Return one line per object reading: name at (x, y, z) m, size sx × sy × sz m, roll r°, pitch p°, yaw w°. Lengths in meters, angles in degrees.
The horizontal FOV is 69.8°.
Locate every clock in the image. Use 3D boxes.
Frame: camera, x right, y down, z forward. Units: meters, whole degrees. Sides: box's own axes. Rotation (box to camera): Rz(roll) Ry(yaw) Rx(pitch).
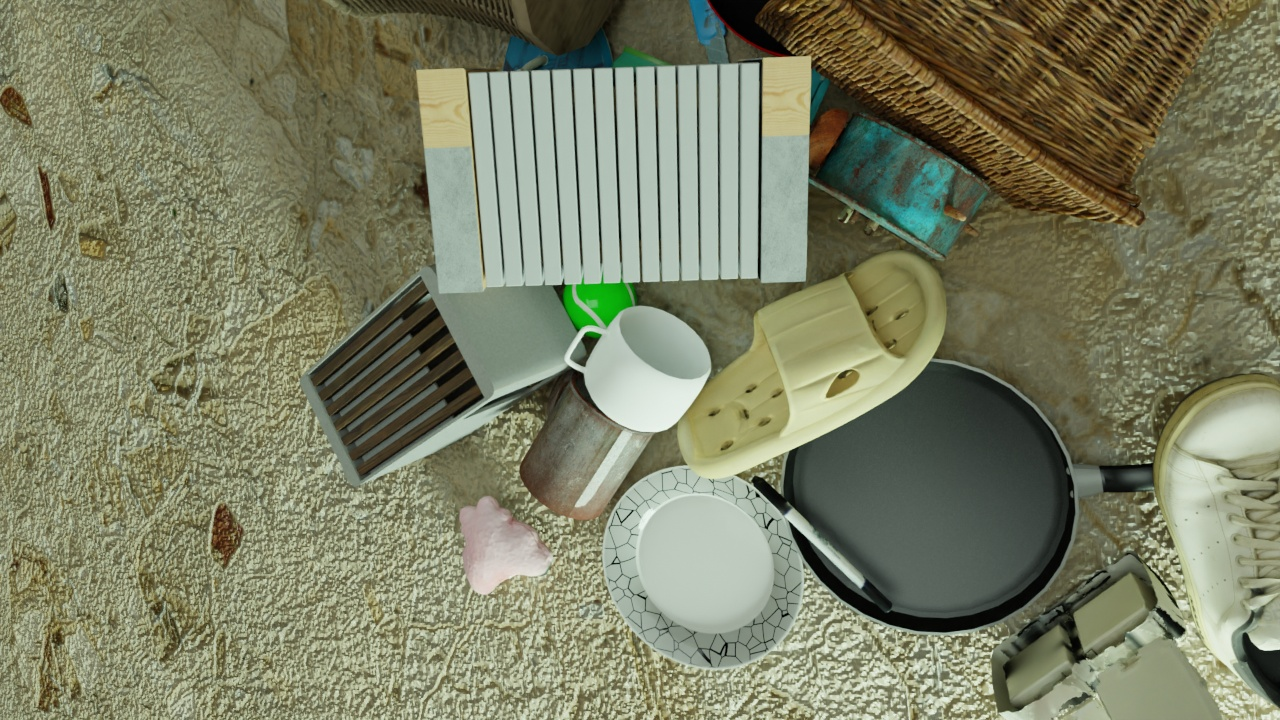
clock at (0.172, -0.133, 0.682) m, size 0.157 × 0.121 × 0.073 m, roll 37°, pitch 105°, yaw 20°

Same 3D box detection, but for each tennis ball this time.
tennis ball at (-0.036, -0.052, 0.806) m, size 0.065 × 0.065 × 0.065 m, roll 3°, pitch 99°, yaw 22°

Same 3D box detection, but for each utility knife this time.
utility knife at (0.131, -0.206, 0.709) m, size 0.022 × 0.015 × 0.118 m, roll 3°, pitch 145°, yaw -12°
utility knife at (0.052, -0.315, 0.760) m, size 0.031 × 0.015 × 0.196 m, roll -11°, pitch 95°, yaw 28°

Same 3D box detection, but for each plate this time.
plate at (0.056, 0.185, 0.830) m, size 0.189 × 0.016 × 0.188 m, roll 3°, pitch 99°, yaw 22°

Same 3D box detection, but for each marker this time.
marker at (0.148, 0.150, 0.756) m, size 0.152 × 0.011 × 0.011 m, roll 44°, pitch 111°, yaw 11°

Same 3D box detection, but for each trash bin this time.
trash bin at (-0.180, 0.007, 0.816) m, size 0.230 × 0.114 × 0.114 m, roll -31°, pitch 85°, yaw 38°
trash bin at (-0.014, -0.138, 0.658) m, size 0.247 × 0.142 × 0.142 m, roll -2°, pitch 108°, yaw 0°

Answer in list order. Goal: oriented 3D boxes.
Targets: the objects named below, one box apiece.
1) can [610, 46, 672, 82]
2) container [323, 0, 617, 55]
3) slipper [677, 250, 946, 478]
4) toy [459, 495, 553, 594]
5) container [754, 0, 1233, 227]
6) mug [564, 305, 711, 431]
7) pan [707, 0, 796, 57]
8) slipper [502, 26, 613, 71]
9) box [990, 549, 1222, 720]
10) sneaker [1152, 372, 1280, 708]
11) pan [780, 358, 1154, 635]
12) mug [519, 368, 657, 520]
can at (-0.006, -0.178, 0.765) m, size 0.083 × 0.083 × 0.144 m, roll 28°, pitch 107°, yaw 16°
container at (-0.126, -0.359, 0.711) m, size 0.196 × 0.226 × 0.227 m, roll 23°, pitch 105°, yaw 16°
slipper at (0.118, 0.007, 0.727) m, size 0.262 × 0.079 × 0.111 m, roll -38°, pitch 54°, yaw 27°
toy at (-0.141, 0.179, 0.891) m, size 0.103 × 0.050 × 0.093 m, roll -28°, pitch 90°, yaw 26°
container at (0.233, -0.231, 0.585) m, size 0.250 × 0.162 × 0.183 m, roll 30°, pitch 100°, yaw -13°
mug at (-0.005, 0.004, 0.766) m, size 0.115 × 0.094 × 0.068 m, roll 20°, pitch 127°, yaw -18°
pan at (0.091, -0.386, 0.704) m, size 0.356 × 0.067 × 0.209 m, roll 48°, pitch 112°, yaw 10°
slipper at (-0.099, -0.176, 0.818) m, size 0.118 × 0.060 × 0.295 m, roll 21°, pitch 105°, yaw 15°
box at (0.324, 0.229, 0.645) m, size 0.066 × 0.185 × 0.146 m, roll 36°, pitch 115°, yaw -15°
sneaker at (0.406, 0.130, 0.601) m, size 0.089 × 0.102 × 0.241 m, roll -15°, pitch 110°, yaw 16°
pan at (0.287, 0.098, 0.713) m, size 0.357 × 0.034 × 0.225 m, roll -10°, pitch 94°, yaw 23°
mug at (-0.055, 0.066, 0.827) m, size 0.110 × 0.096 × 0.123 m, roll -55°, pitch 45°, yaw 16°
